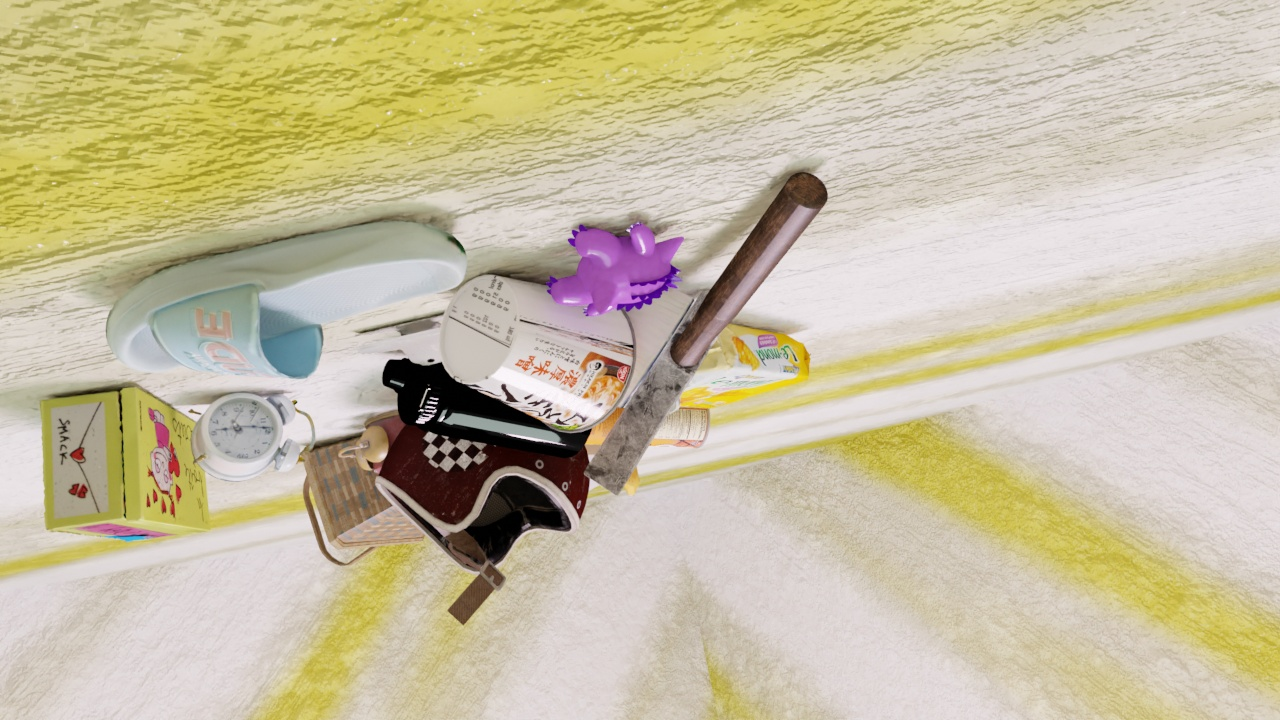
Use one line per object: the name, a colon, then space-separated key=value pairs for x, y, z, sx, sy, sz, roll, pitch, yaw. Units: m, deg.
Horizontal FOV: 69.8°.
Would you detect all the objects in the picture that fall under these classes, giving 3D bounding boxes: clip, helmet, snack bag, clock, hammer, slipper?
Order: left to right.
clock: x=-0.386 y=0.074 z=0.917 sx=0.117 sy=0.083 sz=0.057 roll=-3 pitch=159 yaw=-34
slipper: x=-0.230 y=-0.029 z=0.599 sx=0.245 sy=0.074 sz=0.104 roll=-14 pitch=167 yaw=6
clock: x=-0.305 y=0.113 z=1.177 sx=0.158 sy=0.081 sz=0.117 roll=-6 pitch=167 yaw=-27
clip: x=-0.191 y=-0.013 z=0.804 sx=0.102 sy=0.046 sz=0.056 roll=-12 pitch=156 yaw=4
helmet: x=-0.177 y=0.145 z=1.038 sx=0.253 sy=0.234 sz=0.234 roll=-48 pitch=162 yaw=-21
hammer: x=0.055 y=-0.027 z=0.734 sx=0.217 sy=0.037 sz=0.301 roll=-56 pitch=180 yaw=-31
snack bag: x=0.090 y=0.008 z=1.103 sx=0.160 sy=0.068 sz=0.246 roll=-20 pitch=166 yaw=31

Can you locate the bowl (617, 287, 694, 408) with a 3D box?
bowl: x=-0.009 y=-0.022 z=0.821 sx=0.062 sy=0.118 sz=0.118 roll=34 pitch=163 yaw=-1

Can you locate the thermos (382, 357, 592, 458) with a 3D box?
thermos: x=-0.149 y=0.038 z=0.898 sx=0.198 sy=0.086 sz=0.086 roll=15 pitch=154 yaw=-36

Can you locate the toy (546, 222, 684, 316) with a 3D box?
toy: x=-0.013 y=-0.063 z=0.686 sx=0.087 sy=0.056 sz=0.106 roll=-15 pitch=152 yaw=-36

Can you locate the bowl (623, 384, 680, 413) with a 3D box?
bowl: x=-0.006 y=0.006 z=0.967 sx=0.117 sy=0.061 sz=0.117 roll=18 pitch=158 yaw=7

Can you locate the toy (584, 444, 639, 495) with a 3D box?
toy: x=-0.133 y=0.127 z=1.299 sx=0.267 sy=0.141 sz=0.247 roll=2 pitch=177 yaw=1

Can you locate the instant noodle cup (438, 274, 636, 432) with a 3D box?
instant noodle cup: x=-0.088 y=-0.011 z=0.743 sx=0.124 sy=0.123 sz=0.121 roll=-19 pitch=157 yaw=32

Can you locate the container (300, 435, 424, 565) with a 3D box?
container: x=-0.396 y=0.199 z=1.326 sx=0.186 sy=0.157 sz=0.250 roll=-26 pitch=166 yaw=10

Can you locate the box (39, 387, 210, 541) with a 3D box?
box: x=-0.483 y=0.107 z=0.880 sx=0.082 sy=0.124 sz=0.221 roll=-7 pitch=166 yaw=-10

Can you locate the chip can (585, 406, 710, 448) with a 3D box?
chip can: x=-0.021 y=0.075 z=1.206 sx=0.214 sy=0.075 sz=0.075 roll=4 pitch=163 yaw=-22
